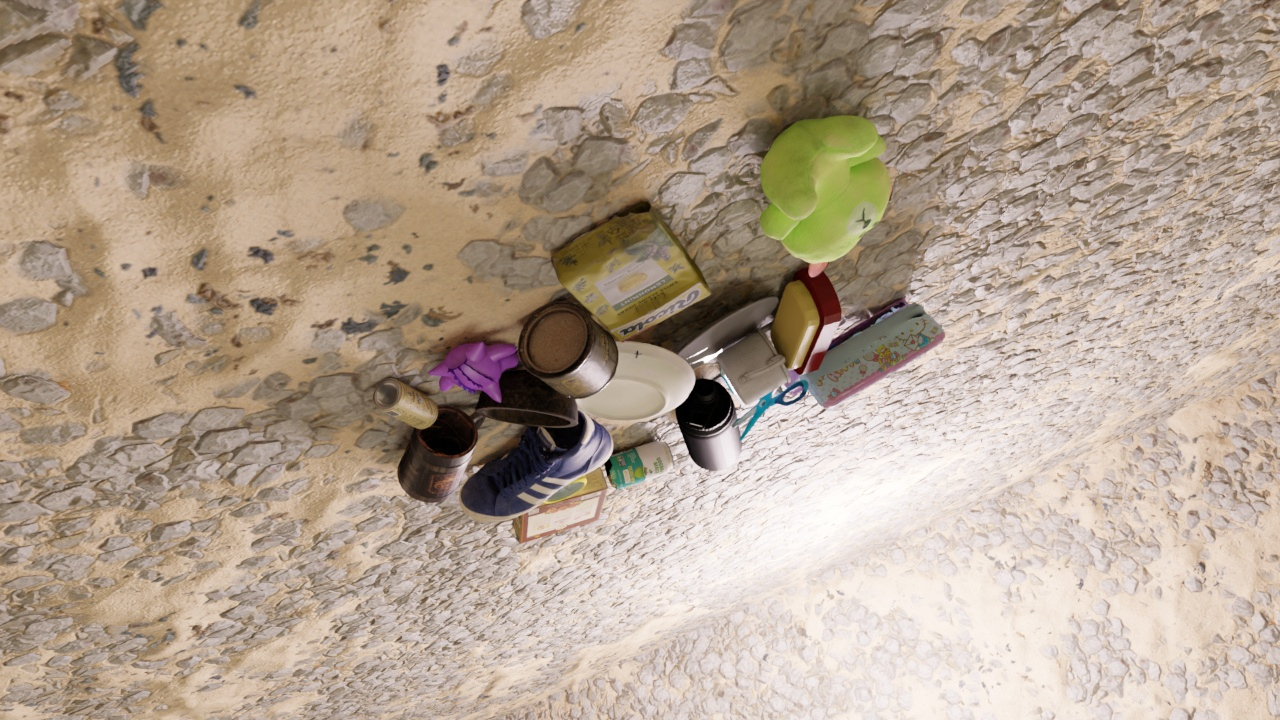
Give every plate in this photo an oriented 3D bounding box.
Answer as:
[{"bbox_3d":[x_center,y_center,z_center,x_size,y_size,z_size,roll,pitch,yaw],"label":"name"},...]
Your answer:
[{"bbox_3d":[0.097,-0.031,1.162,0.178,0.012,0.178,-31,168,-8],"label":"plate"},{"bbox_3d":[-0.024,0.035,1.132,0.182,0.034,0.183,2,151,1],"label":"plate"}]

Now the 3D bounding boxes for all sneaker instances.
[{"bbox_3d":[-0.153,0.140,1.235,0.233,0.091,0.118,-23,158,0],"label":"sneaker"}]

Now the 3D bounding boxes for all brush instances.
[{"bbox_3d":[0.206,-0.046,1.176,0.041,0.082,0.174,-17,153,-12],"label":"brush"}]

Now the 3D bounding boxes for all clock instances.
[{"bbox_3d":[-0.131,0.170,1.347,0.083,0.057,0.118,-39,156,30],"label":"clock"}]

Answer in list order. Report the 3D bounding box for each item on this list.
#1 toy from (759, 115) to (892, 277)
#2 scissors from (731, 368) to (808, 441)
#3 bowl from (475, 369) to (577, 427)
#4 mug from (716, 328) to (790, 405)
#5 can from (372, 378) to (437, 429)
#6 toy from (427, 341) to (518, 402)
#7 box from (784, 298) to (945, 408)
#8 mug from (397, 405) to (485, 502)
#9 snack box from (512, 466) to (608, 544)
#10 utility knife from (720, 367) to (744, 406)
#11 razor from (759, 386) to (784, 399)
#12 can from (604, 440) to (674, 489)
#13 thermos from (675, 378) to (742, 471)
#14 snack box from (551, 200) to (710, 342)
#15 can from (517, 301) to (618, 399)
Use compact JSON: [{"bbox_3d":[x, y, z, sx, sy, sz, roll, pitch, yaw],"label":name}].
[{"bbox_3d":[0.181,-0.170,0.916,0.150,0.107,0.197,-48,161,-1],"label":"toy"},{"bbox_3d":[0.177,0.060,1.247,0.013,0.118,0.140,38,84,-28],"label":"scissors"},{"bbox_3d":[-0.132,0.041,1.090,0.121,0.056,0.121,6,167,1],"label":"bowl"},{"bbox_3d":[0.151,0.010,1.209,0.070,0.084,0.113,-31,-176,1],"label":"mug"},{"bbox_3d":[-0.265,0.050,1.039,0.038,0.038,0.079,-27,154,9],"label":"can"},{"bbox_3d":[-0.181,0.010,1.009,0.106,0.055,0.088,-28,149,14],"label":"toy"},{"bbox_3d":[0.318,0.002,1.302,0.214,0.091,0.090,-29,155,-12],"label":"box"},{"bbox_3d":[-0.239,0.107,1.141,0.115,0.080,0.107,-38,168,-41],"label":"mug"},{"bbox_3d":[-0.133,0.237,1.491,0.143,0.041,0.147,-14,152,-17],"label":"snack box"},{"bbox_3d":[0.141,0.037,1.362,0.022,0.015,0.167,-53,155,-6],"label":"utility knife"},{"bbox_3d":[0.197,0.034,1.366,0.067,0.054,0.151,-39,157,6],"label":"razor"},{"bbox_3d":[-0.002,0.163,1.439,0.101,0.055,0.055,-16,153,-13],"label":"can"},{"bbox_3d":[0.100,0.092,1.350,0.086,0.086,0.199,-23,154,0],"label":"thermos"},{"bbox_3d":[-0.007,-0.088,0.973,0.121,0.045,0.181,-28,154,10],"label":"snack box"},{"bbox_3d":[-0.079,-0.011,1.011,0.090,0.089,0.074,-27,153,10],"label":"can"}]
